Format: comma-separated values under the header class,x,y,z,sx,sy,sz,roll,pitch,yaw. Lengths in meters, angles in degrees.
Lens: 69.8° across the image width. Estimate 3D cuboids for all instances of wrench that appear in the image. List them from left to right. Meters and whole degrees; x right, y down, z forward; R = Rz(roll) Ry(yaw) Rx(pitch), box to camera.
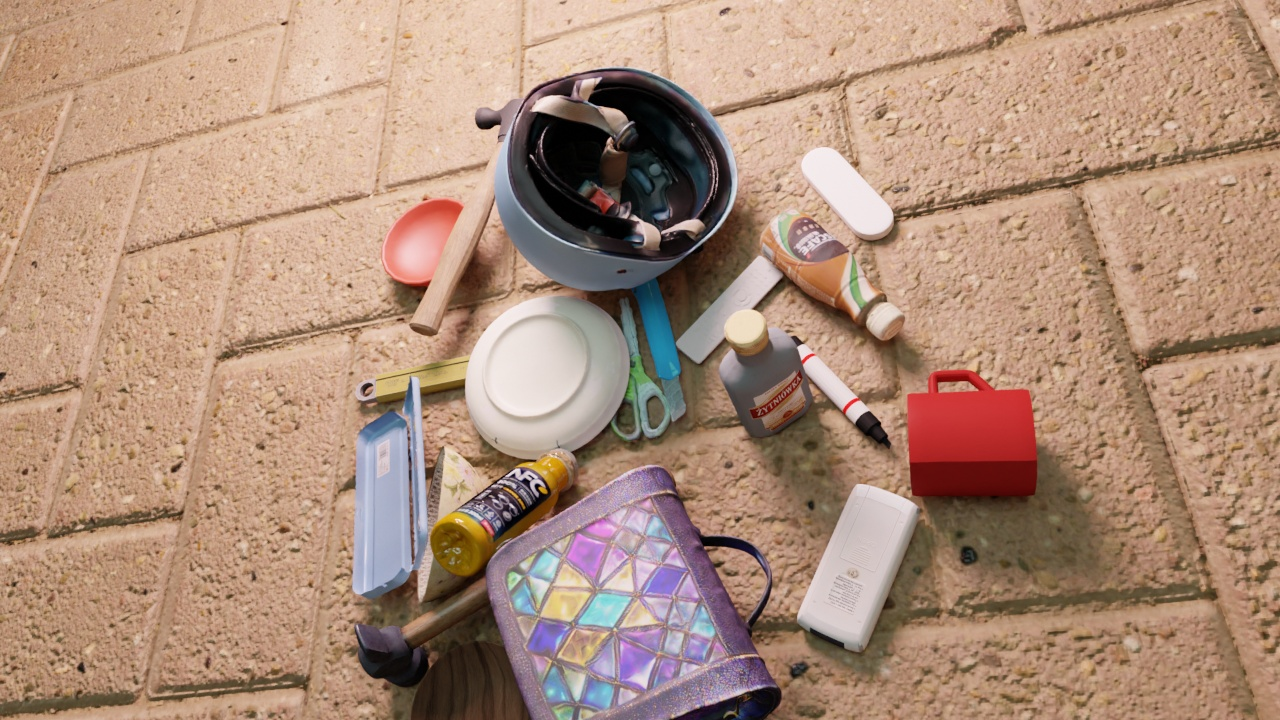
class,x,y,z,sx,sy,sz,roll,pitch,yaw
wrench,-0.187,0.015,0.997,0.274,0.018,0.083,-12,61,13

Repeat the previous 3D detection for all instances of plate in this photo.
class,x,y,z,sx,sy,sz,roll,pitch,yaw
plate,-0.102,0.010,0.940,0.182,0.034,0.182,-7,66,15

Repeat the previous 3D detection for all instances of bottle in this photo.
class,x,y,z,sx,sy,sz,roll,pitch,yaw
bottle,-0.113,0.129,0.825,0.053,0.185,0.053,7,108,23
bottle,0.108,0.009,0.812,0.072,0.161,0.046,-34,57,-1
bottle,0.188,-0.082,0.895,0.059,0.059,0.167,-39,58,-4

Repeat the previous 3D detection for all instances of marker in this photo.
class,x,y,z,sx,sy,sz,roll,pitch,yaw
marker,0.185,0.030,0.859,0.019,0.019,0.145,-37,57,-3

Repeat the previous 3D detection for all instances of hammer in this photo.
class,x,y,z,sx,sy,sz,roll,pitch,yaw
hammer,-0.182,-0.166,1.037,0.132,0.040,0.304,7,67,32
hammer,-0.106,0.188,0.835,0.321,0.129,0.040,-30,63,-11

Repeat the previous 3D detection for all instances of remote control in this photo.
class,x,y,z,sx,sy,sz,roll,pitch,yaw
remote control,0.091,-0.051,0.937,0.033,0.012,0.130,41,81,17
remote control,0.216,-0.177,0.964,0.043,0.013,0.136,-32,57,0
remote control,0.185,0.173,0.777,0.060,0.025,0.138,20,73,27

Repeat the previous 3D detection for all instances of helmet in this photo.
class,x,y,z,sx,sy,sz,roll,pitch,yaw
helmet,-0.033,-0.182,0.948,0.264,0.167,0.225,-30,86,-30

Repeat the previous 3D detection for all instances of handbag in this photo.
class,x,y,z,sx,sy,sz,roll,pitch,yaw
handbag,0.004,0.212,0.757,0.222,0.126,0.204,-24,57,-7

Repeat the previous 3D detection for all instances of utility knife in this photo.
class,x,y,z,sx,sy,sz,roll,pitch,yaw
utility knife,0.019,-0.022,0.946,0.031,0.015,0.197,-15,55,4

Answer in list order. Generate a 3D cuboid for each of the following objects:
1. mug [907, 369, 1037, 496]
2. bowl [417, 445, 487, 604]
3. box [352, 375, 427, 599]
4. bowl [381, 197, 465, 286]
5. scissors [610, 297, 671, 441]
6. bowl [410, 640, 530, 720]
class,x,y,z,sx,sy,sz,roll,pitch,yaw
mug,0.278,0.057,0.778,0.097,0.080,0.116,-3,55,18
bowl,-0.169,0.158,0.869,0.063,0.146,0.145,10,60,-17
box,-0.241,0.124,0.915,0.127,0.039,0.209,-42,42,28
bowl,-0.245,-0.134,1.088,0.122,0.035,0.121,-8,60,15
scissors,-0.008,0.004,0.944,0.065,0.033,0.173,-16,54,14
bowl,-0.142,0.312,0.811,0.119,0.032,0.119,-8,60,15
